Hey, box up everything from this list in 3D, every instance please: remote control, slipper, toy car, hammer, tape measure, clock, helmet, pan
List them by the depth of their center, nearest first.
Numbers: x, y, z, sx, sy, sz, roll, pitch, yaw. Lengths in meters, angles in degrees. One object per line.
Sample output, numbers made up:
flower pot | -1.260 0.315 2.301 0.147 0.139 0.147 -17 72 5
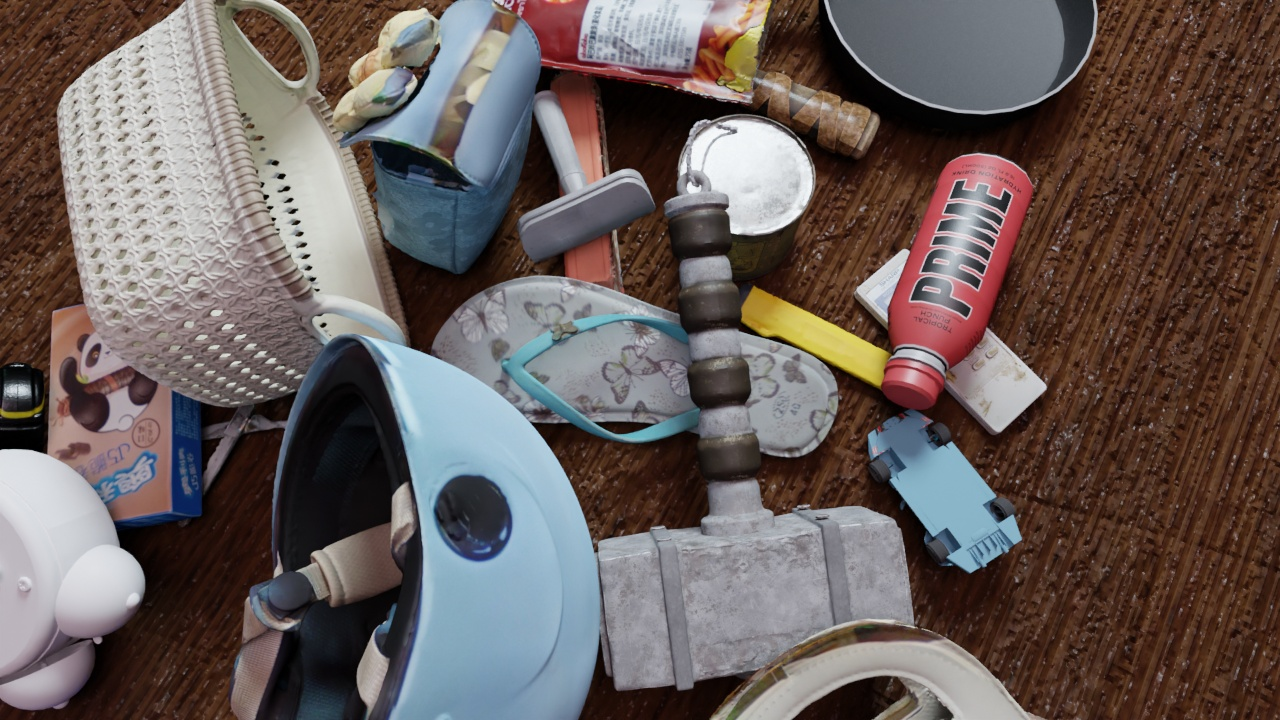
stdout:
helmet | -0.118 0.119 0.495 0.166 0.226 0.265 3 71 -40
clock | -0.374 0.120 0.527 0.161 0.072 0.125 41 104 3
hammer | 0.047 0.022 0.543 0.177 0.079 0.326 -7 88 -3
tape measure | -0.397 0.033 0.580 0.034 0.062 0.061 0 57 -36
slipper | -0.003 0.003 0.589 0.269 0.054 0.098 9 95 0
toy car | 0.191 0.085 0.593 0.060 0.027 0.107 -29 66 -9
remote control | 0.212 -0.014 0.632 0.050 0.011 0.136 -39 77 -12
hammer | 0.026 -0.230 0.682 0.319 0.049 0.121 25 71 5
pan | 0.159 -0.275 0.689 0.355 0.044 0.203 8 72 0

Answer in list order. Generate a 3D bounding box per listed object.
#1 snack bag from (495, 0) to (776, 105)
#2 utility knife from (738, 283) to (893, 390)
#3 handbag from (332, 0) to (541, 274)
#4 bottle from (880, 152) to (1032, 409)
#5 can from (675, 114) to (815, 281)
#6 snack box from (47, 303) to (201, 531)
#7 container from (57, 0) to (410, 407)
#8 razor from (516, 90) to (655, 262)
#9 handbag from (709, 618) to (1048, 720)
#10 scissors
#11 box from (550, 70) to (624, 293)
snack bag | -0.013 -0.247 0.631 0.208 0.067 0.138 14 68 2
utility knife | 0.129 -0.010 0.628 0.151 0.017 0.030 27 79 8
handbag | -0.130 -0.140 0.570 0.118 0.192 0.121 23 75 -9
bottle | 0.203 -0.050 0.604 0.062 0.062 0.176 24 70 6
can | 0.068 -0.109 0.628 0.090 0.075 0.089 1 71 -2
snack box | -0.332 0.033 0.592 0.087 0.034 0.151 -11 74 8
container | -0.245 -0.092 0.566 0.143 0.184 0.246 -24 66 3
razor | -0.050 -0.134 0.617 0.088 0.047 0.116 -23 65 7
handbag | 0.128 0.237 0.475 0.200 0.093 0.199 -35 100 -7
scissors | -0.250 0.041 0.607 0.175 0.014 0.141 1 70 4
box | -0.039 -0.118 0.644 0.059 0.056 0.186 3 71 -34
